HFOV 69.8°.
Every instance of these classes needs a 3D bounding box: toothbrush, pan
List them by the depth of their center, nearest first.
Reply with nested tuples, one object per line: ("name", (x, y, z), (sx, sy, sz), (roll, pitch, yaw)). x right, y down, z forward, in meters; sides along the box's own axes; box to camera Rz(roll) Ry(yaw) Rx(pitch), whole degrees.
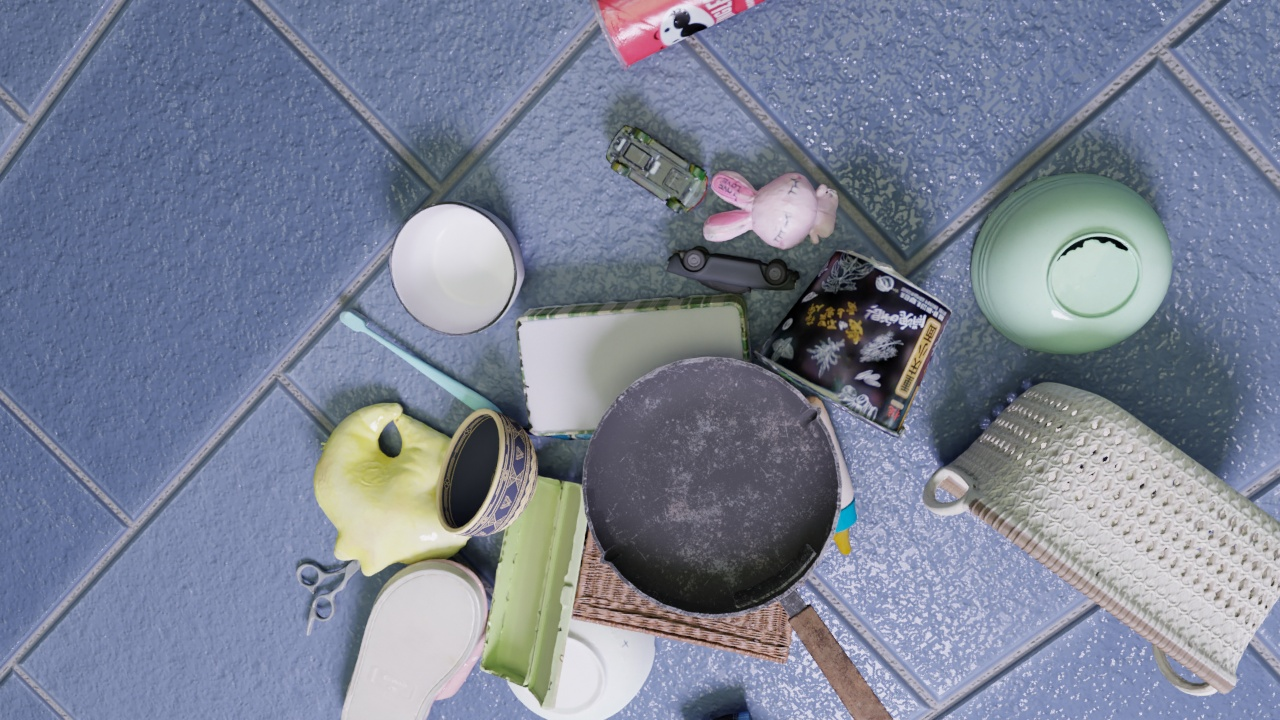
("pan", (0.099, 0.162, 0.719), (0.208, 0.040, 0.357), (-35, 82, 3))
("toothbrush", (-0.063, 0.070, 0.852), (0.189, 0.017, 0.016), (2, 99, 10))
("toothbrush", (-0.204, 0.005, 0.864), (0.180, 0.016, 0.016), (34, 104, -1))

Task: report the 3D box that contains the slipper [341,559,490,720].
("slipper", (-0.224, 0.292, 0.910), (0.114, 0.054, 0.275), (30, 117, -1))

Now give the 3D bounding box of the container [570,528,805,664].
("container", (0.045, 0.173, 0.808), (0.198, 0.113, 0.113), (9, 99, 6))

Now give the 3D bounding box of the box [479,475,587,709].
("box", (-0.086, 0.197, 0.812), (0.044, 0.141, 0.187), (14, 80, -29))

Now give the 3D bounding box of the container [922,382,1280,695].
("container", (0.364, 0.129, 0.715), (0.246, 0.184, 0.143), (35, 95, -1))

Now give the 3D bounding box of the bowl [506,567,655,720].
("bowl", (-0.066, 0.281, 0.873), (0.153, 0.072, 0.153), (2, 101, 9))

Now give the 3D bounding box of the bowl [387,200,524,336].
("bowl", (-0.155, -0.083, 0.808), (0.116, 0.065, 0.116), (2, 103, 9))

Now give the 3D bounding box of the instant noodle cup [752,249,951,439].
("instant noodle cup", (0.176, -0.018, 0.740), (0.137, 0.137, 0.112), (30, 95, 2))

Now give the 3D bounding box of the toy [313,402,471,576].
("toy", (-0.233, 0.127, 0.870), (0.170, 0.064, 0.155), (31, 86, -2))

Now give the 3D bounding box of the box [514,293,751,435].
("box", (-0.005, 0.005, 0.813), (0.206, 0.049, 0.118), (-5, 104, 11))

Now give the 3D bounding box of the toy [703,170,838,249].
("toy", (0.108, -0.125, 0.765), (0.110, 0.047, 0.063), (5, 95, 12))

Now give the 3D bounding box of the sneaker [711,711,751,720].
("sneaker", (0.140, 0.441, 0.869), (0.098, 0.083, 0.241), (-31, 93, 15))

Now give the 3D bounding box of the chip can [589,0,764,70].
("chip can", (0.077, -0.310, 0.715), (0.233, 0.073, 0.073), (-22, 98, 13))

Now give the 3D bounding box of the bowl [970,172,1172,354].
("bowl", (0.345, -0.071, 0.720), (0.151, 0.077, 0.151), (2, 103, 8))

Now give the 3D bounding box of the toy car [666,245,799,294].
("toy car", (0.078, -0.074, 0.781), (0.112, 0.046, 0.034), (10, 103, 9))

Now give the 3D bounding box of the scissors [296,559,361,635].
("scissors", (-0.287, 0.218, 0.925), (0.171, 0.014, 0.095), (-18, 90, 15))

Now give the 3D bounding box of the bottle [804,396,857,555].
("bottle", (0.158, 0.105, 0.805), (0.051, 0.051, 0.146), (-19, 99, 13))

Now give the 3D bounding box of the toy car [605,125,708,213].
("toy car", (0.015, -0.162, 0.777), (0.091, 0.036, 0.042), (33, 105, 2))

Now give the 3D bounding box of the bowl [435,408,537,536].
("bowl", (-0.128, 0.105, 0.818), (0.061, 0.112, 0.112), (22, 109, -33))
